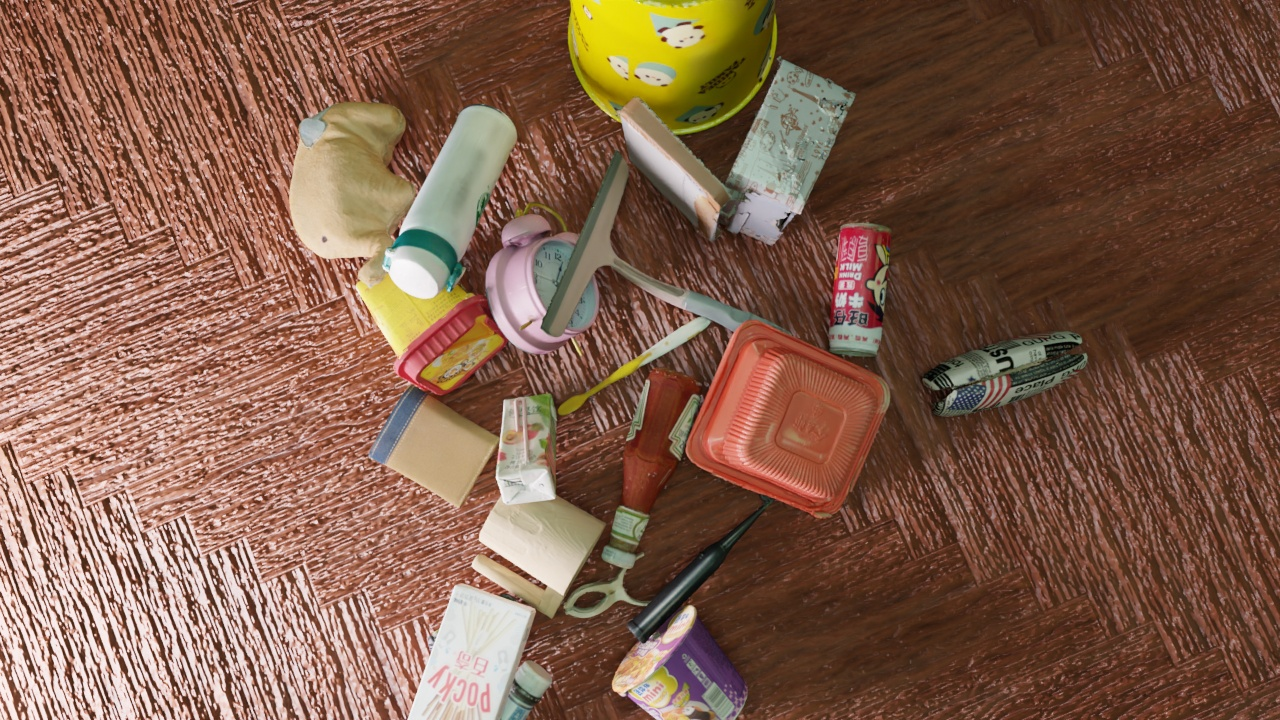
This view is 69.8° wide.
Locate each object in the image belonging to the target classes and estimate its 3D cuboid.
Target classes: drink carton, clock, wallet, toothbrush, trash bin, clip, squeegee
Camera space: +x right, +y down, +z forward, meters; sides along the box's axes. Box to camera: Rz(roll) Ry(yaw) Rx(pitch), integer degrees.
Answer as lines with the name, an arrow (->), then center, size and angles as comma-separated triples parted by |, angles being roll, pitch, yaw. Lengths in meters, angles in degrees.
drink carton -> -0.113, 0.085, 0.924 | 0.053, 0.122, 0.045 | -8, 127, 2
clock -> -0.096, -0.087, 0.936 | 0.060, 0.117, 0.158 | -20, 64, 35
wallet -> -0.217, 0.091, 0.970 | 0.115, 0.033, 0.090 | 30, 90, 3
toothbrush -> -0.006, 0.006, 0.978 | 0.191, 0.018, 0.016 | -32, 83, -3
trash bin -> 0.033, -0.369, 0.884 | 0.229, 0.255, 0.229 | 0, 86, 1
toothbrush -> 0.070, 0.205, 0.944 | 0.212, 0.026, 0.027 | -44, 93, -10
clip -> -0.034, 0.239, 0.952 | 0.097, 0.034, 0.061 | -19, 84, -5
squeegee -> 0.043, -0.070, 0.959 | 0.249, 0.040, 0.247 | 25, 57, -8

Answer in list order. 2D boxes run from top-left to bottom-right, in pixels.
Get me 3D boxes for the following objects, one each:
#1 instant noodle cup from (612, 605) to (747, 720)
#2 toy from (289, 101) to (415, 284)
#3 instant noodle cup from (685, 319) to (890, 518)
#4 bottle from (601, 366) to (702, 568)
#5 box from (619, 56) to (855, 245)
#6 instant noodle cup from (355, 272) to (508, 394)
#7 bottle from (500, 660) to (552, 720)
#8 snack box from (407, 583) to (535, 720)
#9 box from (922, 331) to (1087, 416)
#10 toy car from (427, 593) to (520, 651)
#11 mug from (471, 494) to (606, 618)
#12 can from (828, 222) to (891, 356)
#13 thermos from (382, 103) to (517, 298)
instant noodle cup -> 0.045, 0.318, 0.912 | 0.111, 0.111, 0.099 | -42, 95, -2
toy -> -0.298, -0.164, 0.947 | 0.144, 0.082, 0.225 | -21, 67, 21
instant noodle cup -> 0.159, 0.064, 0.923 | 0.188, 0.079, 0.164 | 22, 89, -12
bottle -> 0.008, 0.110, 0.942 | 0.060, 0.060, 0.206 | 18, 83, 3
box -> 0.077, -0.211, 0.911 | 0.192, 0.183, 0.156 | 26, 86, 1
instant noodle cup -> -0.218, -0.046, 0.946 | 0.116, 0.116, 0.123 | -41, 74, -2
bottle -> -0.162, 0.396, 0.939 | 0.080, 0.044, 0.195 | 37, 87, 4
snack box -> -0.170, 0.312, 0.919 | 0.085, 0.027, 0.156 | 17, 82, 8
box -> 0.377, 0.023, 0.938 | 0.163, 0.075, 0.081 | -16, 95, -2
toy car -> -0.167, 0.283, 0.952 | 0.106, 0.031, 0.049 | -32, 80, 2
mug -> -0.108, 0.192, 0.942 | 0.103, 0.084, 0.125 | 30, 114, 5
can -> 0.228, -0.072, 0.955 | 0.053, 0.053, 0.132 | 7, 86, 2
thermos -> -0.185, -0.159, 0.917 | 0.073, 0.073, 0.223 | 13, 55, 3
